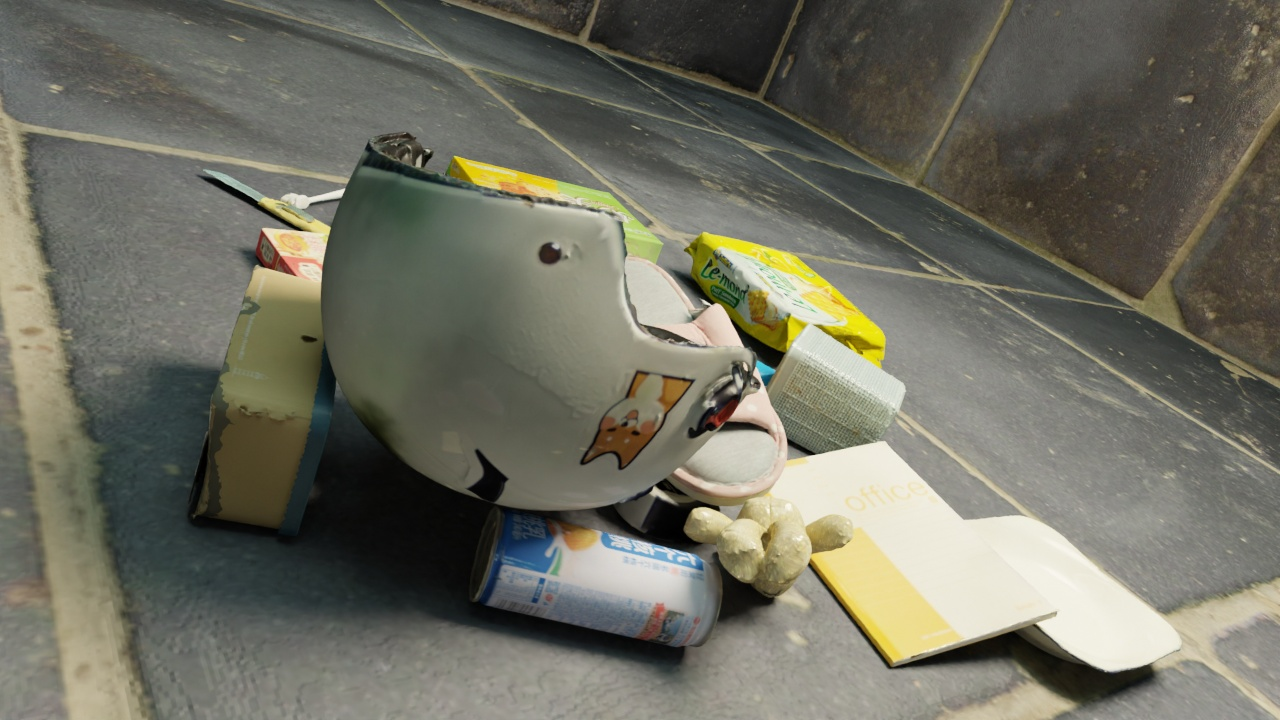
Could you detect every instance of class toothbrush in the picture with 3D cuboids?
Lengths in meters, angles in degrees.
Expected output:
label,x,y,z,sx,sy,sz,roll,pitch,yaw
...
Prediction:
label,x,y,z,sx,sy,sz,roll,pitch,yaw
toothbrush,-0.310,-0.176,0.956,0.016,0.016,0.179,22,23,12

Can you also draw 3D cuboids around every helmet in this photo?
label,x,y,z,sx,sy,sz,roll,pitch,yaw
helmet,-0.067,0.003,0.522,0.230,0.157,0.274,29,-6,37

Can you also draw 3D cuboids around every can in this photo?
label,x,y,z,sx,sy,sz,roll,pitch,yaw
can,-0.024,0.123,0.516,0.134,0.053,0.053,17,24,-15

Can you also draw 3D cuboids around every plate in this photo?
label,x,y,z,sx,sy,sz,roll,pitch,yaw
plate,0.323,0.186,0.725,0.164,0.034,0.163,4,29,-37

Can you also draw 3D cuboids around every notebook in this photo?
label,x,y,z,sx,sy,sz,roll,pitch,yaw
notebook,0.187,0.135,0.696,0.145,0.010,0.206,-8,34,-22

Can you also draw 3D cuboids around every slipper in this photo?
label,x,y,z,sx,sy,sz,roll,pitch,yaw
slipper,0.026,-0.004,0.691,0.114,0.055,0.274,-9,43,-19

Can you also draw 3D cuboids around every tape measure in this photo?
label,x,y,z,sx,sy,sz,roll,pitch,yaw
tape measure,0.015,0.095,0.641,0.066,0.034,0.065,14,23,-26

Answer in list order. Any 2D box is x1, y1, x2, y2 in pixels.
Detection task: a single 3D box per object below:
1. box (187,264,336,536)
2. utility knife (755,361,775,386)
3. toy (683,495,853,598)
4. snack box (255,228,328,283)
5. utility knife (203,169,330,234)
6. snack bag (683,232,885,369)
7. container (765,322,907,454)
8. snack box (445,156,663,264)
label,x,y,z,sx,sy,sz,roll,pitch,yaw
box,-0.211,0.020,0.527,0.062,0.090,0.184,13,27,-23
utility knife,0.043,-0.027,0.953,0.219,0.018,0.034,29,27,25
toy,0.079,0.116,0.563,0.105,0.066,0.157,-6,-11,9
snack box,-0.249,-0.060,0.745,0.075,0.025,0.153,0,32,-43
utility knife,-0.320,-0.130,0.855,0.216,0.022,0.030,24,17,13
snack bag,0.169,-0.067,1.094,0.157,0.068,0.246,9,27,-32
container,0.177,0.037,0.852,0.111,0.090,0.090,32,24,11
snack box,-0.102,-0.149,1.018,0.209,0.070,0.157,7,27,-32
